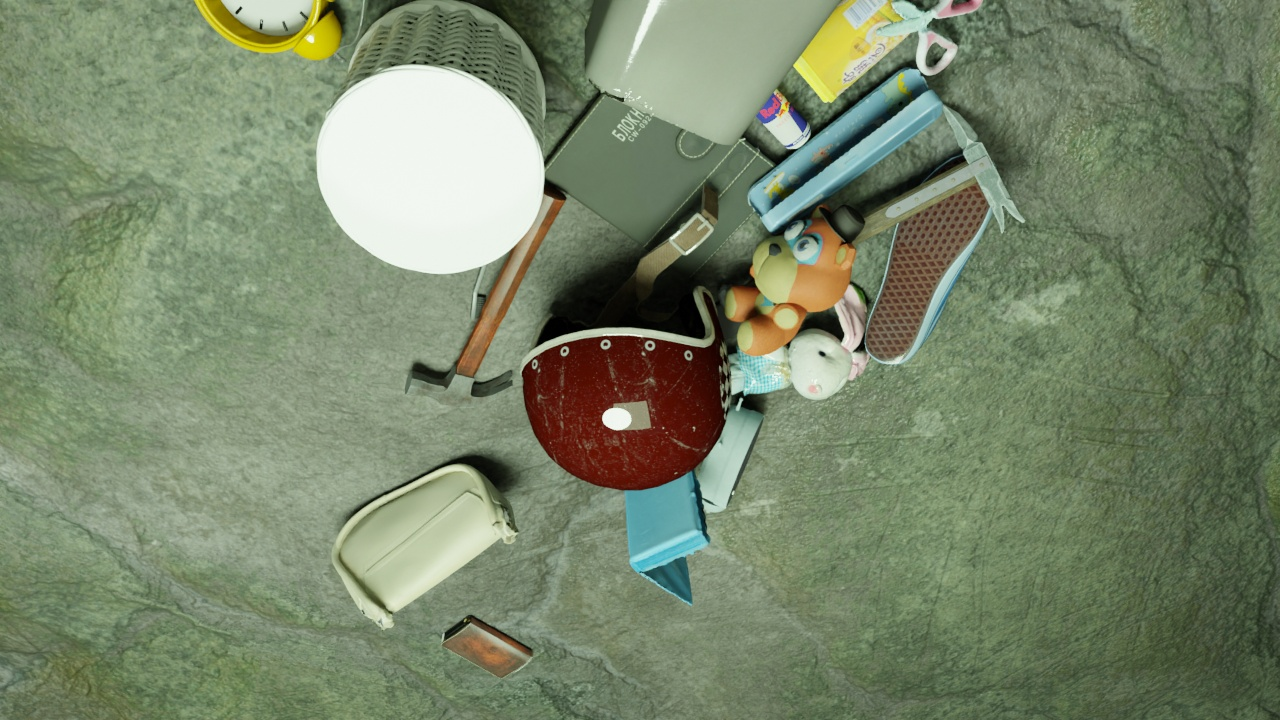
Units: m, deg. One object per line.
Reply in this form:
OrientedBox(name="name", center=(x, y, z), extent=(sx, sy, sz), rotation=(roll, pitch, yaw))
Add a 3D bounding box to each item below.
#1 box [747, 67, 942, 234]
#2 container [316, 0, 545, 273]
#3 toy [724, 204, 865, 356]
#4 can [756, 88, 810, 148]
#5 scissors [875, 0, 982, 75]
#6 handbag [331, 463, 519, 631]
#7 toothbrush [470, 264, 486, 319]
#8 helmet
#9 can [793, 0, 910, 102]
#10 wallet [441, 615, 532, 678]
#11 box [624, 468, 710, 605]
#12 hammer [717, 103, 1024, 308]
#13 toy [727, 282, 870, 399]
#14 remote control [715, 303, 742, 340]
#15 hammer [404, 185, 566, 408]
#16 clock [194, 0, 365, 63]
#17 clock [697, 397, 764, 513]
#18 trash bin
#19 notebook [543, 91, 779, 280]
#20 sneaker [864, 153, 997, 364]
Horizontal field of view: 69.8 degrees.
OrientedBox(name="box", center=(0.202, -0.214, 0.932), extent=(0.210, 0.069, 0.064), rotation=(-35, 79, 15))
OrientedBox(name="container", center=(-0.179, -0.203, 0.823), extent=(0.189, 0.186, 0.190), rotation=(-3, 126, -4))
OrientedBox(name="toy", center=(0.160, -0.085, 0.938), extent=(0.176, 0.112, 0.096), rotation=(-40, 125, 18))
OrientedBox(name="can", center=(0.130, -0.251, 0.910), extent=(0.032, 0.032, 0.095), rotation=(-40, 118, 21))
OrientedBox(name="scissors", center=(0.256, -0.293, 0.839), extent=(0.178, 0.016, 0.108), rotation=(-29, 147, -38))
OrientedBox(name="handbag", center=(-0.253, 0.238, 1.145), extent=(0.229, 0.184, 0.132), rotation=(-38, 123, 1))
OrientedBox(name="toothbrush", center=(-0.170, -0.115, 0.996), extent=(0.013, 0.012, 0.168), rotation=(3, 125, -16))
OrientedBox(name="helmet", center=(-0.006, 0.007, 0.974), extent=(0.234, 0.252, 0.234), rotation=(-9, 140, 20))
OrientedBox(name="can", center=(0.196, -0.300, 0.860), extent=(0.105, 0.067, 0.067), rotation=(-39, 119, 20))
OrientedBox(name="wallet", center=(-0.229, 0.428, 1.365), extent=(0.072, 0.019, 0.123), rotation=(-39, 119, 21))
OrientedBox(name="box", center=(0.042, 0.163, 1.073), extent=(0.094, 0.231, 0.110), rotation=(-28, 124, 14))
OrientedBox(name="hammer", center=(0.220, -0.137, 0.976), extent=(0.317, 0.028, 0.147), rotation=(-27, 85, 20))
OrientedBox(name="toy", center=(0.173, 0.002, 1.049), extent=(0.205, 0.105, 0.131), rotation=(-14, 122, 4))
OrientedBox(name="remote control", center=(0.130, -0.070, 1.051), extent=(0.125, 0.009, 0.046), rotation=(-36, 120, 19))
OrientedBox(name="hammer", center=(-0.156, -0.062, 1.010), extent=(0.111, 0.028, 0.301), rotation=(16, 124, -25))
OrientedBox(name="clock", center=(-0.321, -0.331, 0.813), extent=(0.152, 0.052, 0.114), rotation=(17, 122, -10))
OrientedBox(name="clock", center=(0.106, 0.122, 1.119), extent=(0.045, 0.122, 0.160), rotation=(23, 143, 10))
OrientedBox(name="trash bin", center=(0.064, -0.326, 0.766), extent=(0.197, 0.197, 0.221), rotation=(18, 127, -18))
OrientedBox(name="notebook", center=(0.026, -0.195, 0.946), extent=(0.209, 0.029, 0.170), rotation=(30, 120, -26))
OrientedBox(name="sneaker", center=(0.319, -0.111, 1.013), extent=(0.083, 0.098, 0.241), rotation=(28, 107, 21))
